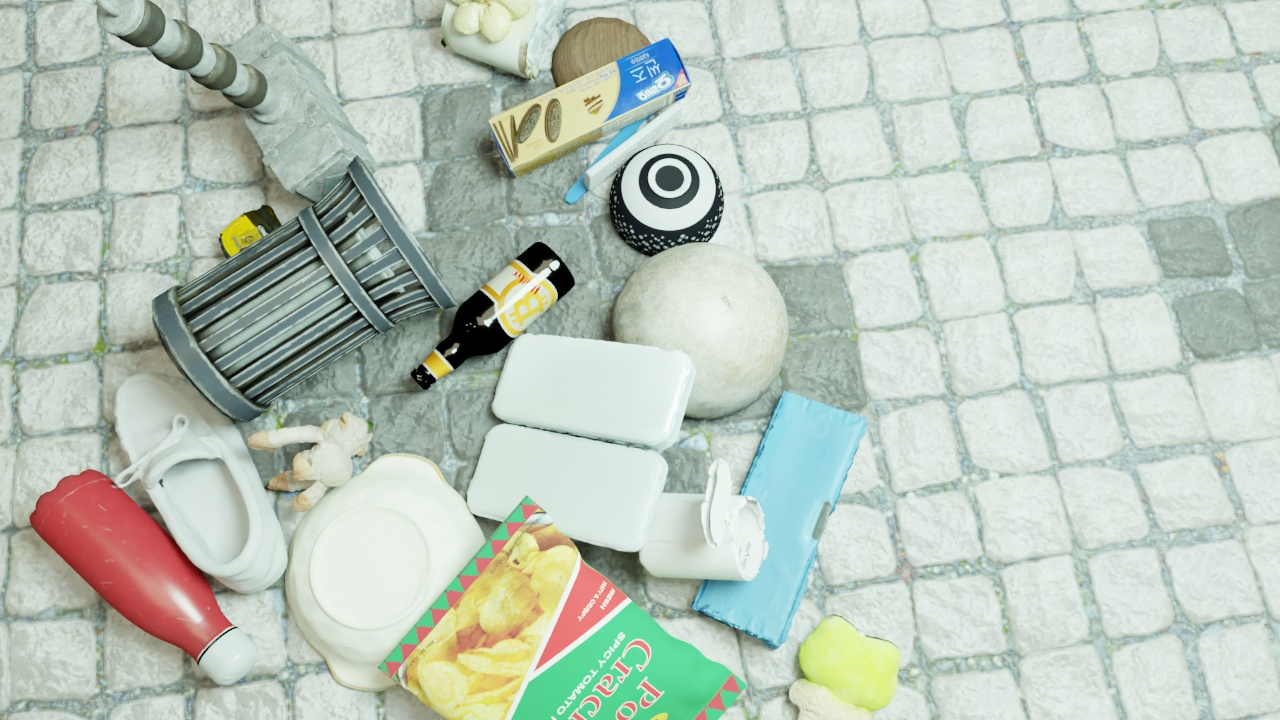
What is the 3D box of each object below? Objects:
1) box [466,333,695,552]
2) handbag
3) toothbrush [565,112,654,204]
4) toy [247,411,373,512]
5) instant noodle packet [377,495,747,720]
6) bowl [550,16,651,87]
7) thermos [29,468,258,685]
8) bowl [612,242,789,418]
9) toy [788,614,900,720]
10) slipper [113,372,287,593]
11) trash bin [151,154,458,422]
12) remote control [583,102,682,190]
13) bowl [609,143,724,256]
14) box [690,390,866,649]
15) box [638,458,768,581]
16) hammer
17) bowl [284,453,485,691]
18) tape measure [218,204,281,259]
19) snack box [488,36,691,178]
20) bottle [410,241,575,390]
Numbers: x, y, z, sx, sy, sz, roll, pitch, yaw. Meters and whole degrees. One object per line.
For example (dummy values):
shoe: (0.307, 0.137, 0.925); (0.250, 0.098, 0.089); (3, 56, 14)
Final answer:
box: (-0.060, 0.069, 0.843); (0.209, 0.037, 0.188); (9, 71, 33)
handbag: (-0.132, -0.399, 0.967); (0.112, 0.123, 0.171); (24, 81, 11)
toothbrush: (-0.026, -0.231, 0.979); (0.016, 0.014, 0.166); (37, 78, 8)
toy: (-0.299, 0.081, 0.859); (0.074, 0.085, 0.105); (28, 51, 36)
instant noodle packet: (-0.067, 0.272, 0.791); (0.252, 0.090, 0.195); (41, 89, 0)
bowl: (-0.040, -0.329, 0.997); (0.118, 0.030, 0.117); (0, 75, -1)
thermos: (-0.437, 0.198, 0.822); (0.240, 0.073, 0.073); (39, 77, 9)
bowl: (0.070, -0.039, 0.877); (0.178, 0.081, 0.178); (3, 76, -14)
toy: (0.179, 0.293, 0.823); (0.092, 0.046, 0.115); (25, 82, 6)
slipper: (-0.416, 0.107, 0.847); (0.112, 0.075, 0.246); (-31, 68, -25)
trash bin: (-0.312, -0.059, 0.855); (0.227, 0.164, 0.164); (-34, 78, -6)
remote control: (-0.008, -0.226, 0.964); (0.130, 0.033, 0.012); (-40, 81, -14)
bowl: (0.028, -0.171, 0.936); (0.120, 0.066, 0.120); (0, 74, -1)
box: (0.133, 0.144, 0.859); (0.093, 0.052, 0.231); (24, 75, 6)
box: (0.040, 0.137, 0.791); (0.106, 0.150, 0.080); (-3, 54, 26)
hammer: (-0.377, -0.259, 0.822); (0.079, 0.326, 0.177); (-36, 78, 7)
bowl: (-0.237, 0.188, 0.836); (0.188, 0.060, 0.219); (6, 74, 0)
tape measure: (-0.390, -0.118, 0.929); (0.064, 0.037, 0.065); (-32, 78, -10)
snack box: (-0.052, -0.261, 0.948); (0.207, 0.056, 0.057); (-26, 93, -1)
bottle: (-0.149, -0.038, 0.900); (0.181, 0.059, 0.059); (-42, 79, -11)
